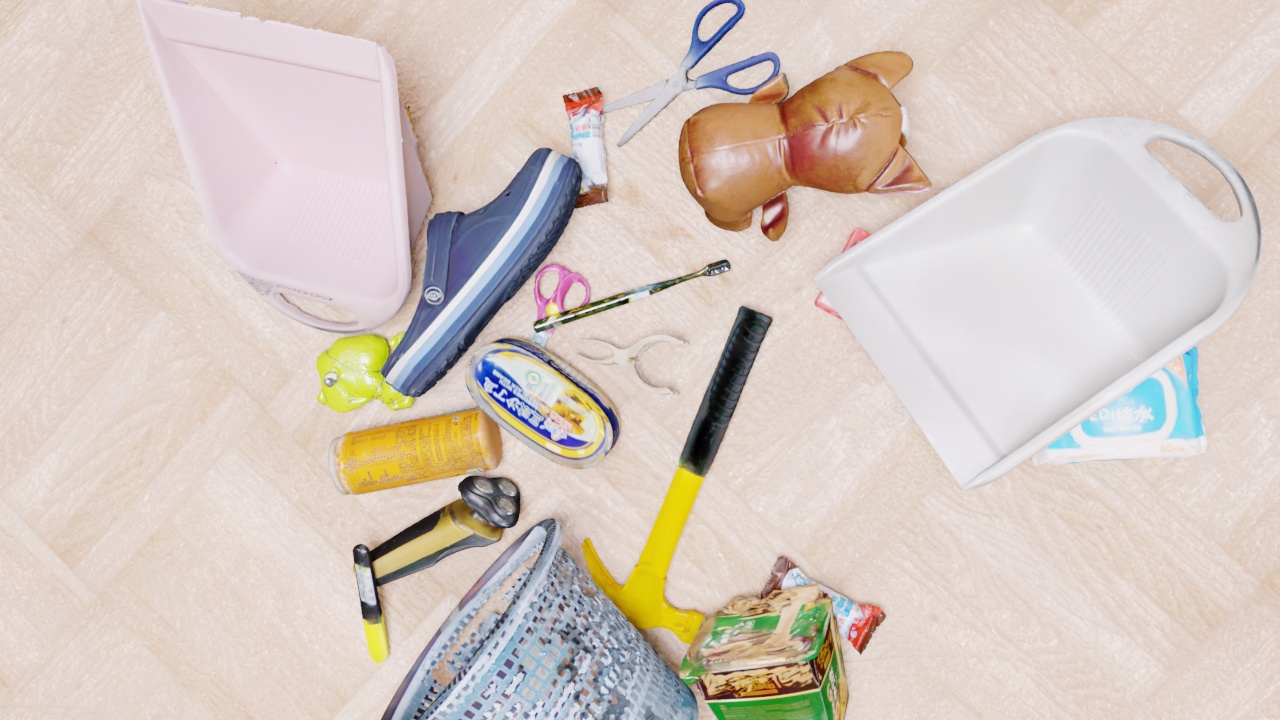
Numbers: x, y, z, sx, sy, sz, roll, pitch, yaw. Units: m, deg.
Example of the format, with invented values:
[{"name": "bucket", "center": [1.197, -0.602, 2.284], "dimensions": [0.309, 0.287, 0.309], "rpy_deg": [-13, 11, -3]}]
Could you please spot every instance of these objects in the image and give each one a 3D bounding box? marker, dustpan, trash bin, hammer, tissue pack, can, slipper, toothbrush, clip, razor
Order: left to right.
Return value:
[{"name": "dustpan", "center": [-0.289, -0.142, 0.765], "dimensions": [0.223, 0.274, 0.138], "rpy_deg": [14, 68, 15]}, {"name": "marker", "center": [-0.244, 0.220, 0.830], "dimensions": [0.018, 0.015, 0.124], "rpy_deg": [-1, 111, 5]}, {"name": "can", "center": [-0.202, 0.082, 0.828], "dimensions": [0.146, 0.058, 0.058], "rpy_deg": [-11, 88, 6]}, {"name": "razor", "center": [-0.186, 0.156, 0.830], "dimensions": [0.168, 0.062, 0.067], "rpy_deg": [-28, 118, 10]}, {"name": "slipper", "center": [-0.148, -0.083, 0.796], "dimensions": [0.095, 0.105, 0.253], "rpy_deg": [37, 96, -5]}, {"name": "can", "center": [-0.086, 0.037, 0.814], "dimensions": [0.148, 0.049, 0.075], "rpy_deg": [37, 100, 1]}, {"name": "trash bin", "center": [-0.070, 0.277, 0.749], "dimensions": [0.195, 0.226, 0.226], "rpy_deg": [41, 93, -8]}, {"name": "toothbrush", "center": [-0.007, -0.057, 0.821], "dimensions": [0.186, 0.017, 0.012], "rpy_deg": [-18, 105, 0]}, {"name": "clip", "center": [-0.004, 0.010, 0.820], "dimensions": [0.102, 0.035, 0.094], "rpy_deg": [-14, 86, 10]}, {"name": "hammer", "center": [0.045, 0.095, 0.814], "dimensions": [0.129, 0.033, 0.301], "rpy_deg": [23, 92, 5]}, {"name": "dustpan", "center": [0.308, -0.069, 0.693], "dimensions": [0.257, 0.143, 0.222], "rpy_deg": [-21, 61, -15]}, {"name": "tissue pack", "center": [0.390, 0.038, 0.760], "dimensions": [0.140, 0.063, 0.090], "rpy_deg": [-5, 87, 6]}]

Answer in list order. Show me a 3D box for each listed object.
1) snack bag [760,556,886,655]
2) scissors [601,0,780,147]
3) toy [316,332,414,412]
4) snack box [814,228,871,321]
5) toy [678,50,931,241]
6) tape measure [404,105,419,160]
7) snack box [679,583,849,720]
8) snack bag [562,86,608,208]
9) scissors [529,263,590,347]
[{"name": "snack bag", "center": [0.159, 0.213, 0.802], "dimensions": [0.105, 0.026, 0.045], "rpy_deg": [27, 99, 9]}, {"name": "scissors", "center": [0.048, -0.252, 0.829], "dimensions": [0.155, 0.012, 0.166], "rpy_deg": [23, 93, 7]}, {"name": "toy", "center": [-0.250, 0.010, 0.848], "dimensions": [0.100, 0.031, 0.096], "rpy_deg": [28, 89, 2]}, {"name": "snack box", "center": [0.236, -0.046, 0.797], "dimensions": [0.153, 0.025, 0.075], "rpy_deg": [28, 91, 6]}, {"name": "toy", "center": [0.135, -0.177, 0.768], "dimensions": [0.200, 0.130, 0.140], "rpy_deg": [-12, 89, 27]}, {"name": "tape measure", "center": [-0.234, -0.200, 0.850], "dimensions": [0.057, 0.029, 0.060], "rpy_deg": [-12, 88, 5]}, {"name": "snack box", "center": [0.115, 0.263, 0.753], "dimensions": [0.118, 0.117, 0.105], "rpy_deg": [-17, 100, 25]}, {"name": "snack bag", "center": [-0.049, -0.191, 0.828], "dimensions": [0.048, 0.026, 0.104], "rpy_deg": [-3, 88, 40]}, {"name": "scissors", "center": [-0.092, -0.023, 0.839], "dimensions": [0.054, 0.017, 0.133], "rpy_deg": [25, 96, -2]}]
